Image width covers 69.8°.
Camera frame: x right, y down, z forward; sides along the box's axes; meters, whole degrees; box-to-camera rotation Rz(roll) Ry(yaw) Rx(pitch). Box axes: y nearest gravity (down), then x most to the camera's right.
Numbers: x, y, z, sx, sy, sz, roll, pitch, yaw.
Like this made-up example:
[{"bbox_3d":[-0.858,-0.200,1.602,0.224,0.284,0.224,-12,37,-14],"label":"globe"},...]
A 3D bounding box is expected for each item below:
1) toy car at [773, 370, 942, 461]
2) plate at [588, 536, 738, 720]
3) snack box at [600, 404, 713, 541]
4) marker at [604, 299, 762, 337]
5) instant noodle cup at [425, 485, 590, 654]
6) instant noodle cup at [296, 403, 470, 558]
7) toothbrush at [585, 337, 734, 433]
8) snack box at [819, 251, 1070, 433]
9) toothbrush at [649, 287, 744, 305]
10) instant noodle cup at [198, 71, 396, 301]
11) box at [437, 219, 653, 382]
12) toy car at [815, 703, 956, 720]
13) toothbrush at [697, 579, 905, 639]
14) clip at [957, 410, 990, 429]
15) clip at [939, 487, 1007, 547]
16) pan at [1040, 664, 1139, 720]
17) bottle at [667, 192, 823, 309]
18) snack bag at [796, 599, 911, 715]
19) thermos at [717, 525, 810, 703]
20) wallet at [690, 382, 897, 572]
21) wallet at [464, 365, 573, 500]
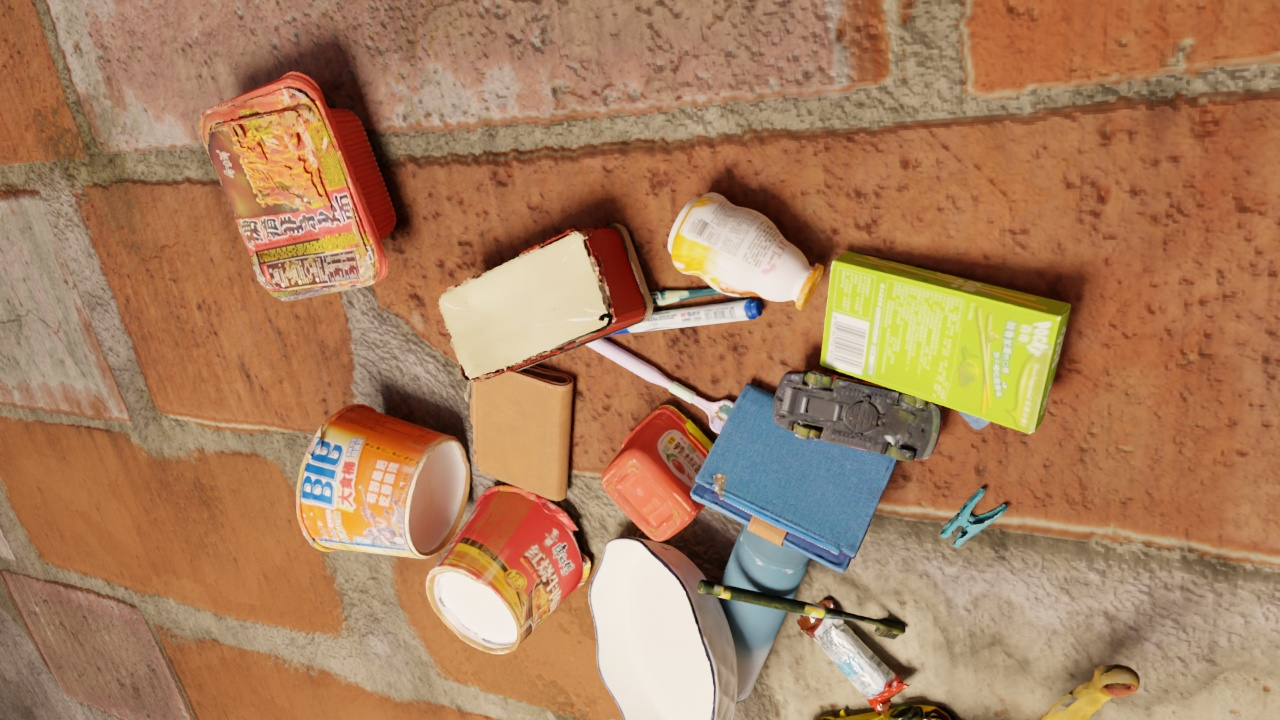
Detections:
[{"bbox_3d":[0.160,0.038,0.676,0.120,0.045,0.053,14,100,14],"label":"toy car"},{"bbox_3d":[0.020,0.257,0.823,0.205,0.045,0.205,19,112,56],"label":"plate"},{"bbox_3d":[0.019,0.099,0.772,0.091,0.079,0.082,46,128,2],"label":"snack box"},{"bbox_3d":[0.029,-0.034,0.738,0.146,0.016,0.017,-6,111,32],"label":"marker"},{"bbox_3d":[-0.135,0.207,0.891,0.138,0.108,0.138,17,129,22],"label":"instant noodle cup"},{"bbox_3d":[-0.245,0.125,0.905,0.111,0.151,0.151,9,119,17],"label":"instant noodle cup"},{"bbox_3d":[-0.005,0.005,0.775,0.189,0.021,0.029,30,95,16],"label":"toothbrush"},{"bbox_3d":[0.201,-0.015,0.624,0.156,0.026,0.086,20,123,34],"label":"snack box"},{"bbox_3d":[0.010,-0.049,0.739,0.192,0.018,0.016,-4,101,32],"label":"toothbrush"},{"bbox_3d":[-0.300,-0.156,0.827,0.165,0.078,0.189,-5,113,32],"label":"instant noodle cup"},{"bbox_3d":[-0.086,-0.046,0.747,0.169,0.078,0.091,-20,89,33],"label":"box"},{"bbox_3d":[0.207,0.343,0.810,0.156,0.041,0.071,-24,90,32],"label":"toy car"},{"bbox_3d":[0.132,0.203,0.746,0.185,0.012,0.017,15,132,-14],"label":"toothbrush"},{"bbox_3d":[0.247,0.029,0.641,0.024,0.028,0.057,51,137,5],"label":"clip"},{"bbox_3d":[0.249,0.119,0.691,0.041,0.014,0.056,40,126,7],"label":"clip"},{"bbox_3d":[0.275,0.338,0.712,0.197,0.078,0.358,13,139,-6],"label":"pan"},{"bbox_3d":[0.076,-0.075,0.659,0.108,0.063,0.063,28,125,16],"label":"bottle"},{"bbox_3d":[0.182,0.254,0.787,0.105,0.026,0.045,46,127,14],"label":"snack bag"},{"bbox_3d":[0.099,0.204,0.791,0.070,0.070,0.221,27,124,16],"label":"thermos"},{"bbox_3d":[0.118,0.089,0.707,0.133,0.106,0.040,24,166,18],"label":"wallet"},{"bbox_3d":[-0.114,0.062,0.862,0.108,0.031,0.132,16,121,19],"label":"wallet"}]
